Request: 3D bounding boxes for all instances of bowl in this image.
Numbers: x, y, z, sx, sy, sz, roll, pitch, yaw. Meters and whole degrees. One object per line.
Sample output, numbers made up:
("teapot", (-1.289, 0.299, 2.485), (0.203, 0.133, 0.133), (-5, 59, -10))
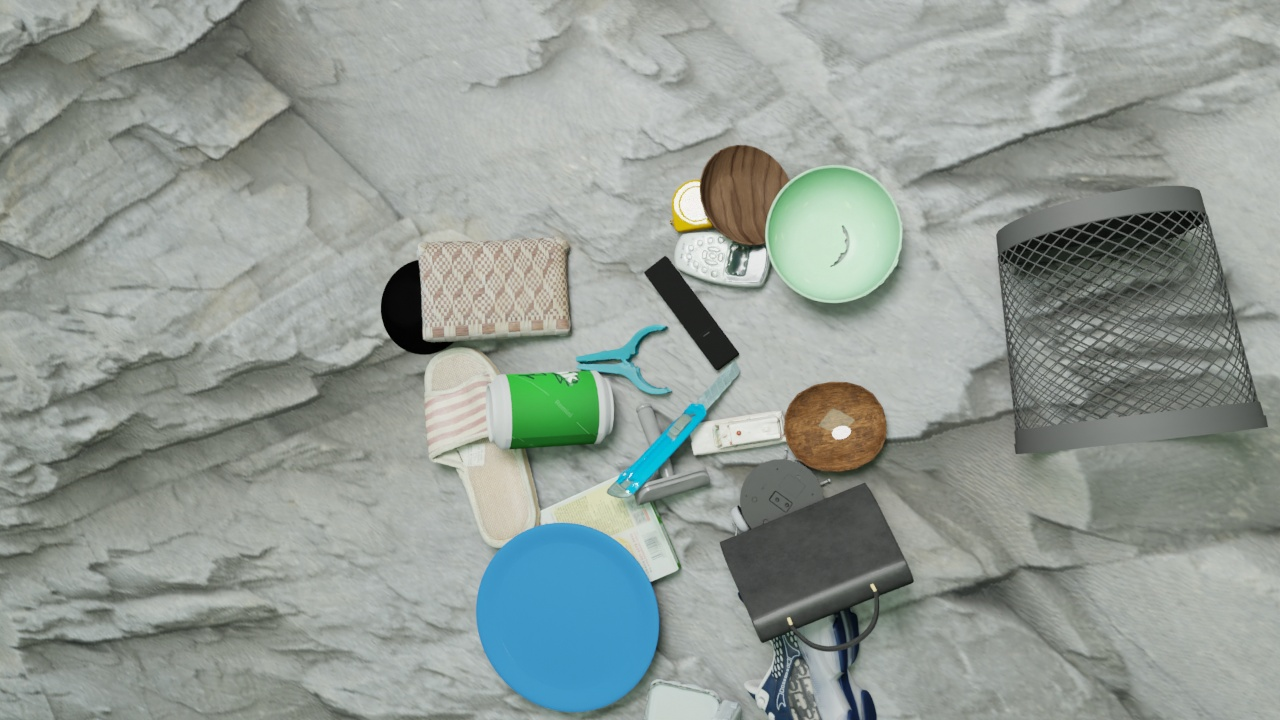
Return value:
("bowl", (0.118, -0.189, 1.069), (0.119, 0.032, 0.119), (3, 81, -19))
("bowl", (0.223, 0.076, 1.054), (0.114, 0.026, 0.102), (-6, 81, 11))
("bowl", (0.212, -0.138, 1.033), (0.151, 0.077, 0.151), (0, 90, 2))
("bowl", (-0.285, -0.071, 1.162), (0.124, 0.052, 0.124), (0, 88, 13))

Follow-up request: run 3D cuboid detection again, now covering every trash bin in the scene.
("trash bin", (0.470, -0.033, 0.911), (0.218, 0.217, 0.227), (-8, 82, 12))

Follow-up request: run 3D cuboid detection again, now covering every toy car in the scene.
("toy car", (0.113, 0.085, 1.073), (0.113, 0.039, 0.039), (-10, 86, 12))

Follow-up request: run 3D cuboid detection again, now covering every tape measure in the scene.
("tape measure", (0.066, -0.185, 1.097), (0.068, 0.030, 0.059), (-8, 87, 6))

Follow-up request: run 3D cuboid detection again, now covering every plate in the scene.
("plate", (-0.086, 0.303, 1.091), (0.224, 0.024, 0.224), (0, 92, 12))

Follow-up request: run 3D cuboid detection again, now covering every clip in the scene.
("clip", (-0.005, 0.011, 1.112), (0.122, 0.033, 0.120), (-36, 85, 9))

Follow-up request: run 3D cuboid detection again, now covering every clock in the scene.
("clock", (0.158, 0.170, 1.063), (0.094, 0.035, 0.123), (36, 97, 12))

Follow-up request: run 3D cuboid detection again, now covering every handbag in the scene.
("handbag", (-0.178, -0.088, 1.128), (0.186, 0.047, 0.124), (-3, 86, -5))
("handbag", (0.190, 0.231, 0.944), (0.176, 0.195, 0.072), (-23, 109, 4))

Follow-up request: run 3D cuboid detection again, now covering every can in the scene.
("can", (-0.107, 0.058, 1.077), (0.139, 0.088, 0.087), (-2, 87, -16))

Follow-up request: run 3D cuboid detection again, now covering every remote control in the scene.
("remote control", (0.061, -0.057, 1.103), (0.034, 0.013, 0.150), (-37, 80, 9))
("remote control", (0.097, -0.121, 1.089), (0.114, 0.028, 0.060), (13, 91, 13))

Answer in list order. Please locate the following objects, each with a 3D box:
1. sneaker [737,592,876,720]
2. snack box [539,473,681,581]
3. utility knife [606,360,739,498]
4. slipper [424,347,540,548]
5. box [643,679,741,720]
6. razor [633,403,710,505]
("sneaker", (0.183, 0.384, 1.031), (0.133, 0.103, 0.269), (-11, 85, 27))
("snack box", (-0.052, 0.222, 1.113), (0.168, 0.027, 0.132), (-26, 82, 11))
("utility knife", (0.043, 0.080, 1.064), (0.031, 0.015, 0.220), (36, 71, 26))
("slipper", (-0.202, 0.105, 1.129), (0.115, 0.052, 0.262), (-25, 77, 10))
("box", (0.044, 0.488, 1.044), (0.129, 0.105, 0.210), (6, 89, 16))
("razor", (0.021, 0.105, 1.089), (0.088, 0.047, 0.116), (-14, 68, -15))
